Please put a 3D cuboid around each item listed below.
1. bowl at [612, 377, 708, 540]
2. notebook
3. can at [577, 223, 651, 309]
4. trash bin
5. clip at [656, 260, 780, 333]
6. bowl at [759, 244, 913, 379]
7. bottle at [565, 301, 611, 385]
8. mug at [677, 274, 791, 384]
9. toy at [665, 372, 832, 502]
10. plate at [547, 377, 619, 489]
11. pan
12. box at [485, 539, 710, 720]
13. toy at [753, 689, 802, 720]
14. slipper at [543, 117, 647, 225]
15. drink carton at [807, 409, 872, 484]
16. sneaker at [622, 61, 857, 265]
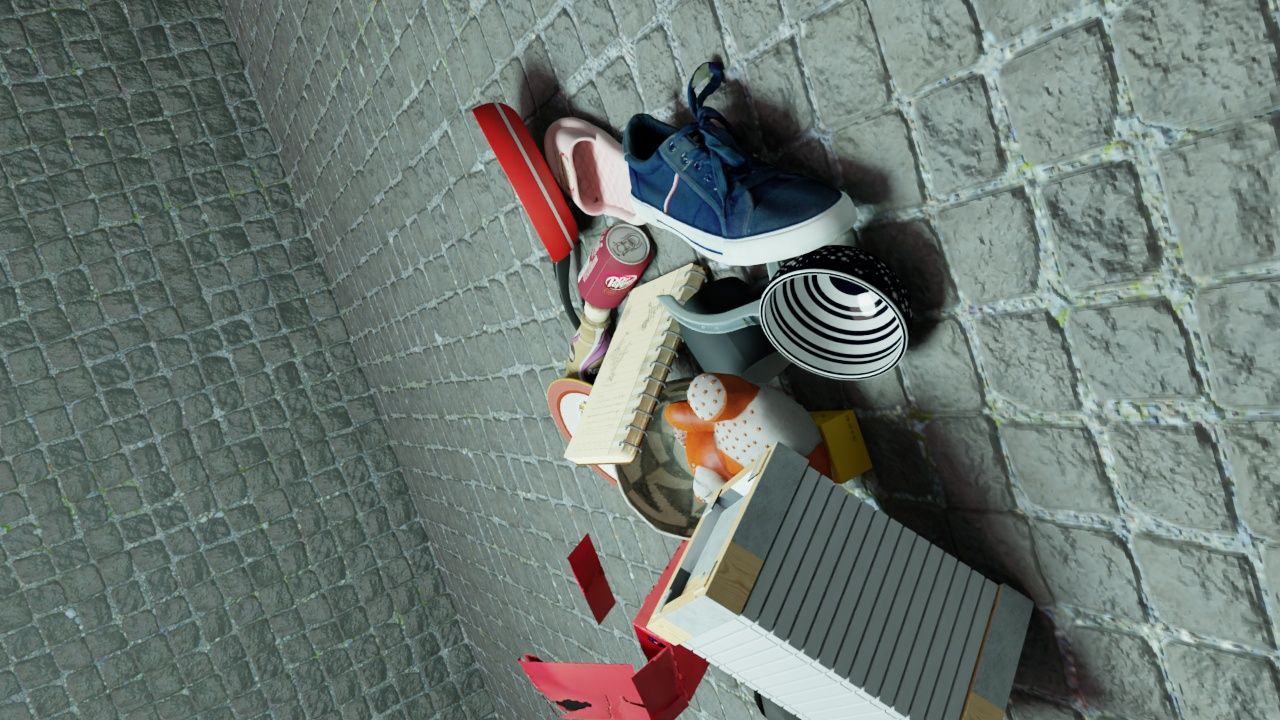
[{"bbox_3d":[0.065,0.104,1.010,0.178,0.179,0.081,66,-162,3],"label":"bowl"},{"bbox_3d":[-0.006,0.006,0.997,0.024,0.225,0.168,28,163,-20],"label":"notebook"},{"bbox_3d":[-0.031,-0.110,1.080,0.063,0.063,0.114,62,153,12],"label":"can"},{"bbox_3d":[0.160,0.211,0.760,0.247,0.142,0.143,32,150,-1],"label":"trash bin"},{"bbox_3d":[0.111,-0.091,0.848,0.174,0.158,0.030,12,165,22],"label":"clip"},{"bbox_3d":[0.164,-0.049,0.746,0.120,0.066,0.120,19,143,15],"label":"bowl"},{"bbox_3d":[-0.065,-0.020,1.218,0.059,0.059,0.166,52,149,29],"label":"bottle"},{"bbox_3d":[0.101,-0.035,0.885,0.122,0.085,0.094,-45,66,32],"label":"mug"},{"bbox_3d":[0.095,0.088,0.868,0.164,0.092,0.173,40,154,2],"label":"toy"},{"bbox_3d":[-0.034,0.107,1.247,0.230,0.021,0.230,32,150,21],"label":"plate"},{"bbox_3d":[-0.116,-0.167,1.176,0.356,0.067,0.208,63,178,-36],"label":"pan"},{"bbox_3d":[-0.006,0.366,1.083,0.121,0.318,0.211,46,162,34],"label":"box"},{"bbox_3d":[0.205,0.387,0.944,0.159,0.139,0.184,-13,114,27],"label":"toy"},{"bbox_3d":[-0.053,-0.211,1.051,0.222,0.055,0.107,36,142,48],"label":"slipper"},{"bbox_3d":[0.162,0.084,0.895,0.123,0.040,0.058,-10,102,63],"label":"drink carton"},{"bbox_3d":[0.071,-0.174,0.800,0.295,0.120,0.127,34,151,53],"label":"sneaker"}]
